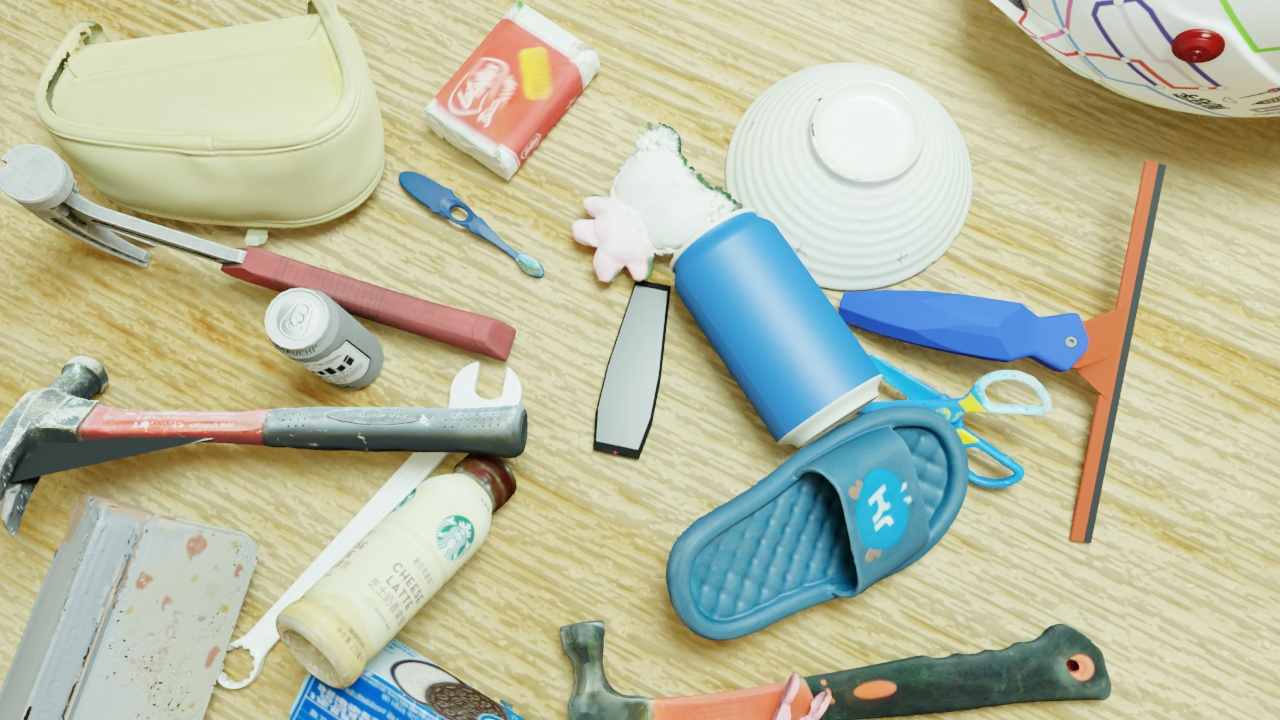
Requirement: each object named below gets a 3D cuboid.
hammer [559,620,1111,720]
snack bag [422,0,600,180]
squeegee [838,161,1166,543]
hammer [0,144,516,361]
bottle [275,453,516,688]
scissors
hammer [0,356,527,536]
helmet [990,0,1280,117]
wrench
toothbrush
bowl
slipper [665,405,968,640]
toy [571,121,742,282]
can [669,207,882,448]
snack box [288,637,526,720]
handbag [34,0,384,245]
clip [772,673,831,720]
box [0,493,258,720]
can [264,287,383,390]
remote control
[{"bbox_3d":[0.122,0.209,0.568,0.333,0.033,0.133,-8,75,-1],"label":"hammer"},{"bbox_3d":[-0.092,-0.196,0.667,0.077,0.036,0.115,36,80,9],"label":"snack bag"},{"bbox_3d":[0.225,-0.021,0.605,0.185,0.055,0.249,11,91,16],"label":"squeegee"},{"bbox_3d":[-0.238,-0.057,0.615,0.315,0.126,0.036,18,77,-6],"label":"hammer"},{"bbox_3d":[-0.139,0.117,0.552,0.056,0.057,0.161,36,49,9],"label":"bottle"},{"bbox_3d":[0.199,0.026,0.591,0.132,0.019,0.105,35,119,9],"label":"scissors"},{"bbox_3d":[-0.236,0.049,0.576,0.326,0.036,0.140,0,36,1],"label":"hammer"},{"bbox_3d":[0.379,-0.273,0.573,0.314,0.236,0.231,3,109,-17],"label":"helmet"},{"bbox_3d":[-0.180,0.106,0.611,0.047,0.009,0.273,40,81,10],"label":"wrench"},{"bbox_3d":[-0.122,-0.099,0.655,0.132,0.016,0.021,35,78,9],"label":"toothbrush"},{"bbox_3d":[0.148,-0.142,0.629,0.177,0.071,0.177,-1,76,2],"label":"bowl"},{"bbox_3d":[0.117,0.105,0.561,0.213,0.059,0.104,-26,103,-14],"label":"slipper"},{"bbox_3d":[0.004,-0.102,0.641,0.109,0.041,0.095,-37,77,-1],"label":"toy"},{"bbox_3d":[0.087,-0.021,0.597,0.079,0.079,0.146,-32,78,-6],"label":"can"},{"bbox_3d":[-0.095,0.237,0.535,0.226,0.059,0.059,25,90,16],"label":"snack box"},{"bbox_3d":[-0.300,-0.177,0.649,0.233,0.089,0.190,-7,58,0],"label":"handbag"},{"bbox_3d":[0.093,0.218,0.542,0.037,0.022,0.058,31,83,5],"label":"clip"},{"bbox_3d":[-0.334,0.200,0.574,0.105,0.096,0.216,4,73,43],"label":"box"},{"bbox_3d":[-0.201,-0.012,0.589,0.044,0.107,0.044,0,76,1],"label":"can"},{"bbox_3d":[-0.004,0.004,0.629,0.039,0.010,0.124,11,76,4],"label":"remote control"}]
